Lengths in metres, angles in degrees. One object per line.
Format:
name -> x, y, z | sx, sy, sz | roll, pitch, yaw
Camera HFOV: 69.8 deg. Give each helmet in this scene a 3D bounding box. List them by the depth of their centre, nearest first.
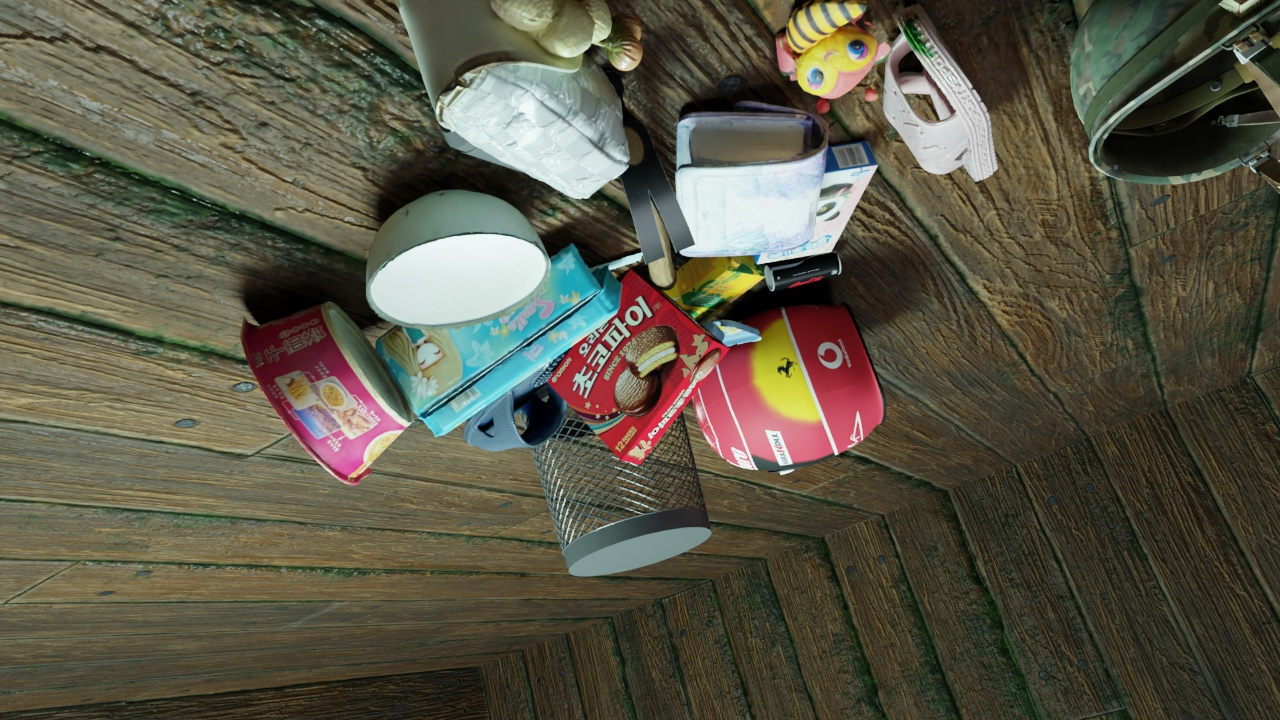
helmet -> 0.448, -0.215, 0.684 | 0.225, 0.236, 0.192 | -18, 155, 31
helmet -> 0.179, 0.039, 1.150 | 0.225, 0.197, 0.271 | -20, 165, 8

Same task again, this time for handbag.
handbag -> -0.061, -0.186, 0.585 | 0.123, 0.112, 0.171 | -33, 152, 20
handbag -> 0.094, -0.152, 0.797 | 0.126, 0.069, 0.159 | -1, 157, 3

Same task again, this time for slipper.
slipper -> 0.247, -0.203, 0.769 | 0.064, 0.094, 0.239 | -31, 157, 20
slipper -> -0.123, 0.051, 1.080 | 0.101, 0.082, 0.264 | -36, 174, -40

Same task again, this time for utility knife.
utility knife -> -0.105, -0.075, 0.934 | 0.227, 0.019, 0.030 | -20, 163, 0

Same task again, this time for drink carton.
drink carton -> 0.073, -0.083, 0.995 | 0.058, 0.041, 0.123 | 5, 150, -40

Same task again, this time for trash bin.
trash bin -> -0.029, 0.142, 1.201 | 0.217, 0.227, 0.218 | -14, 157, -6

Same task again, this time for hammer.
hammer -> 0.010, -0.118, 0.805 | 0.040, 0.132, 0.305 | -22, 166, 1

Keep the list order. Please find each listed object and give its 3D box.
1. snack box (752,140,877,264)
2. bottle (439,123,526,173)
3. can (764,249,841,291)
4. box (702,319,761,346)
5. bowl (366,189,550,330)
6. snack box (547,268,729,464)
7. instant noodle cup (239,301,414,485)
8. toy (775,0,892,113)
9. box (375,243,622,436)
snack box -> 0.165, -0.153, 0.908 | 0.088, 0.033, 0.154 | -11, 157, -11
bottle -> -0.095, -0.167, 0.683 | 0.112, 0.047, 0.047 | 9, 147, -46
can -> 0.183, -0.102, 1.035 | 0.080, 0.031, 0.031 | -14, 157, -5
box -> 0.029, -0.011, 1.050 | 0.121, 0.047, 0.210 | -26, -171, -40
bowl -> -0.158, -0.092, 0.778 | 0.153, 0.072, 0.154 | -14, 158, -6
snack box -> -0.006, 0.006, 0.954 | 0.152, 0.132, 0.035 | -53, 147, 11
instant noodle cup -> -0.282, 0.021, 0.855 | 0.077, 0.178, 0.179 | -32, 158, -4
toy -> 0.143, -0.235, 0.689 | 0.084, 0.046, 0.103 | -1, 153, 21
box -> -0.141, -0.041, 0.896 | 0.227, 0.117, 0.097 | -34, -163, 13
